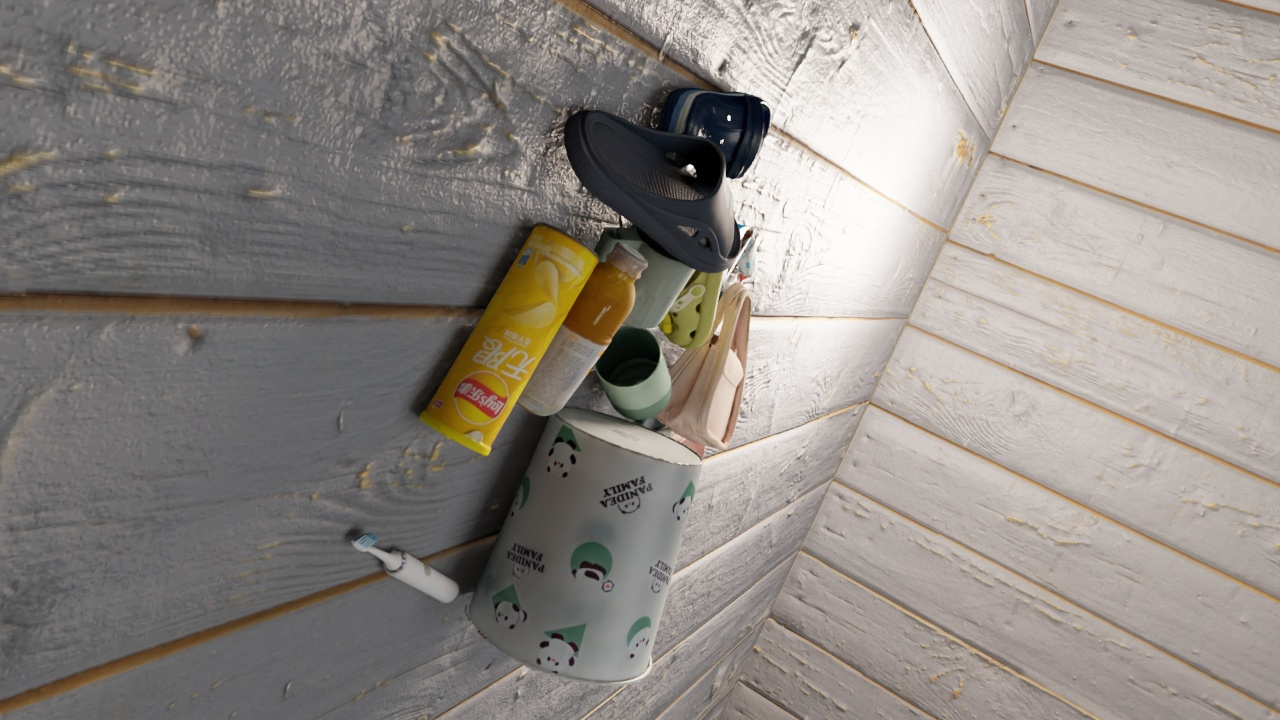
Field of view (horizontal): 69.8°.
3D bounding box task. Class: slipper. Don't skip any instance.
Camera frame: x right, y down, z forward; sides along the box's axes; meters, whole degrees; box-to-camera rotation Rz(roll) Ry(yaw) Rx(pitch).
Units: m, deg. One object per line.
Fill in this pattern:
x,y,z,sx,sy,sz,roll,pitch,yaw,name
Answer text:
0.096,-0.246,1.030,0.252,0.095,0.105,-30,138,-58,slipper
0.050,-0.094,1.135,0.081,0.091,0.191,-6,139,-19,slipper
0.039,-0.168,0.889,0.267,0.083,0.110,23,51,-48,slipper

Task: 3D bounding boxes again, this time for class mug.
-0.007,0.007,1.120,0.106,0.082,0.111,68,21,-61,mug
-0.006,-0.097,0.983,0.123,0.083,0.104,-3,140,-34,mug

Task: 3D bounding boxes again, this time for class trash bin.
-0.053,0.201,1.055,0.229,0.230,0.252,7,104,-66,trash bin

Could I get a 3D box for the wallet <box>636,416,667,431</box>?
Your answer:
0.015,0.104,1.342,0.097,0.019,0.121,-60,159,-2,wallet

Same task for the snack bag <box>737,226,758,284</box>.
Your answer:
0.155,-0.151,1.343,0.045,0.026,0.105,-46,153,-15,snack bag

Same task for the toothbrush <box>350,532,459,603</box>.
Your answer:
-0.233,0.208,0.916,0.026,0.026,0.221,-36,152,-6,toothbrush

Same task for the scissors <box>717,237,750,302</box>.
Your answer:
0.110,-0.093,1.287,0.175,0.012,0.162,-57,162,-11,scissors

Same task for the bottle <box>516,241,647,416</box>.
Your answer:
-0.061,-0.032,0.912,0.190,0.068,0.068,-53,160,15,bottle

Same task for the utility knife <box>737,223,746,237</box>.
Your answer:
0.097,-0.105,1.284,0.191,0.018,0.034,-64,158,7,utility knife

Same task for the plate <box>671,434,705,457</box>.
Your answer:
0.024,0.205,1.438,0.228,0.028,0.230,-44,155,-27,plate

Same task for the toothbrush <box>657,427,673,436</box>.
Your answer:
0.012,0.112,1.292,0.016,0.018,0.191,-63,160,14,toothbrush

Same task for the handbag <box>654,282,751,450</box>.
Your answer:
0.108,0.002,1.302,0.234,0.093,0.193,-67,161,-5,handbag

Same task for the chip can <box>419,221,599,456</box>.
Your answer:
-0.120,-0.021,0.847,0.213,0.072,0.072,-61,157,-7,chip can
